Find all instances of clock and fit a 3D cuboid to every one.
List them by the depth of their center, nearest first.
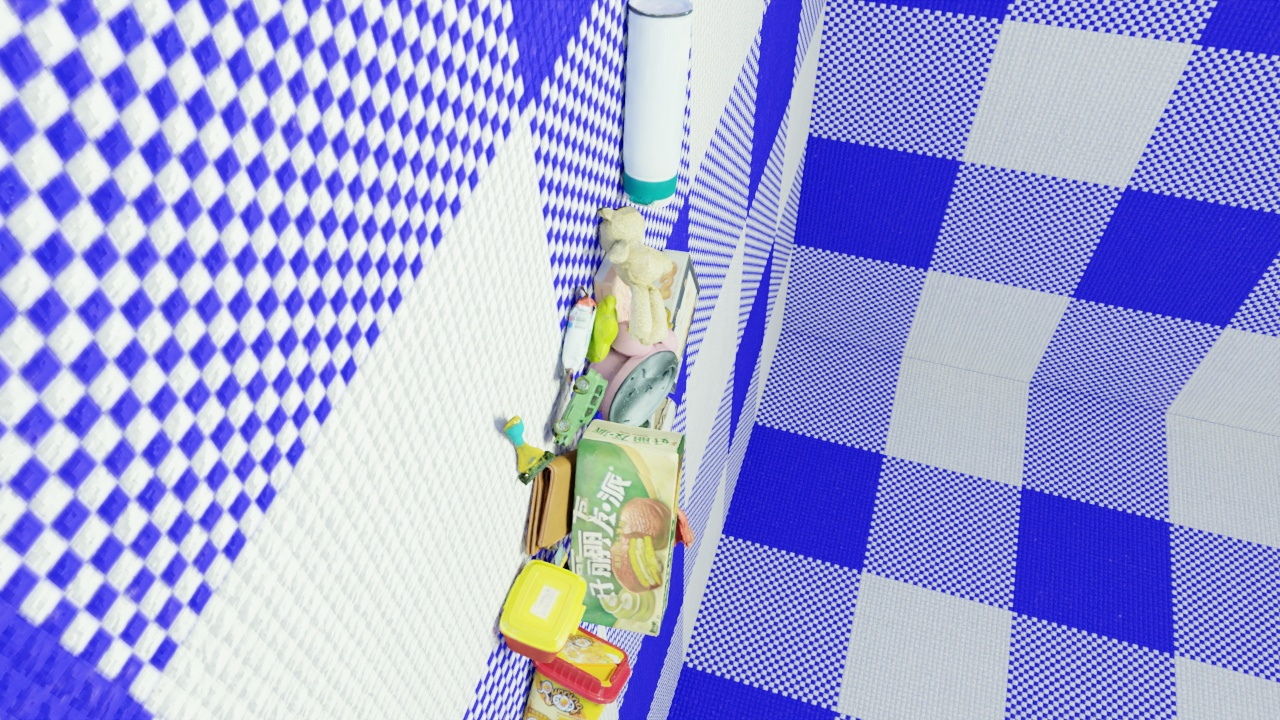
[{"bbox_3d":[-0.006,0.006,1.093,0.117,0.060,0.159,-3,125,-56],"label":"clock"}]

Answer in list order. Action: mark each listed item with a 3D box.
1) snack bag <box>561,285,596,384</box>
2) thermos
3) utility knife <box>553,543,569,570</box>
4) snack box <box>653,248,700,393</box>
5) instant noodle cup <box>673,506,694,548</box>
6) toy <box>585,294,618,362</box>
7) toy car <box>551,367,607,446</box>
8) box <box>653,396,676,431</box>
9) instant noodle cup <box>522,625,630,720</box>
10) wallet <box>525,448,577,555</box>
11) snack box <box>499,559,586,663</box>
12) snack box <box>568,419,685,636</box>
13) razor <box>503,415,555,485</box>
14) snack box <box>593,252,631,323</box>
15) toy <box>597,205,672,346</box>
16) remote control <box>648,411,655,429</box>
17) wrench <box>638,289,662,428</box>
[{"bbox_3d":[-0.066,-0.027,0.972,0.048,0.026,0.104,-111,-146,-85],"label":"snack bag"},{"bbox_3d":[0.016,-0.273,0.996,0.073,0.073,0.225,-62,161,-49],"label":"thermos"},{"bbox_3d":[-0.094,0.247,1.078,0.217,0.015,0.033,99,13,-66],"label":"utility knife"},{"bbox_3d":[0.042,-0.055,1.384,0.182,0.046,0.177,54,50,-74],"label":"snack box"},{"bbox_3d":[-0.015,0.187,1.170,0.079,0.164,0.189,-48,158,-15],"label":"instant noodle cup"},{"bbox_3d":[-0.045,-0.031,1.009,0.100,0.031,0.096,113,-16,-51],"label":"toy"},{"bbox_3d":[-0.067,0.052,0.992,0.091,0.036,0.043,-61,-176,-12],"label":"toy car"},{"bbox_3d":[0.002,0.140,1.383,0.090,0.060,0.184,55,51,-73],"label":"box"},{"bbox_3d":[-0.089,0.422,1.167,0.124,0.116,0.116,-68,169,13],"label":"instant noodle cup"},{"bbox_3d":[-0.092,0.158,1.040,0.131,0.031,0.108,-11,112,-75],"label":"wallet"},{"bbox_3d":[-0.105,0.278,0.999,0.080,0.082,0.091,103,9,-52],"label":"snack box"},{"bbox_3d":[-0.018,0.193,1.056,0.063,0.114,0.240,-58,155,-68],"label":"snack box"},{"bbox_3d":[-0.112,0.078,0.875,0.043,0.028,0.133,-40,159,-14],"label":"razor"},{"bbox_3d":[-0.028,-0.067,1.105,0.157,0.026,0.084,87,20,-50],"label":"snack box"},{"bbox_3d":[-0.006,-0.093,0.990,0.105,0.066,0.157,3,69,-48],"label":"toy"},{"bbox_3d":[-0.014,0.124,1.293,0.019,0.056,0.135,-53,152,-63],"label":"remote control"},{"bbox_3d":[0.008,0.021,1.199,0.016,0.056,0.272,63,24,-58],"label":"wrench"}]
